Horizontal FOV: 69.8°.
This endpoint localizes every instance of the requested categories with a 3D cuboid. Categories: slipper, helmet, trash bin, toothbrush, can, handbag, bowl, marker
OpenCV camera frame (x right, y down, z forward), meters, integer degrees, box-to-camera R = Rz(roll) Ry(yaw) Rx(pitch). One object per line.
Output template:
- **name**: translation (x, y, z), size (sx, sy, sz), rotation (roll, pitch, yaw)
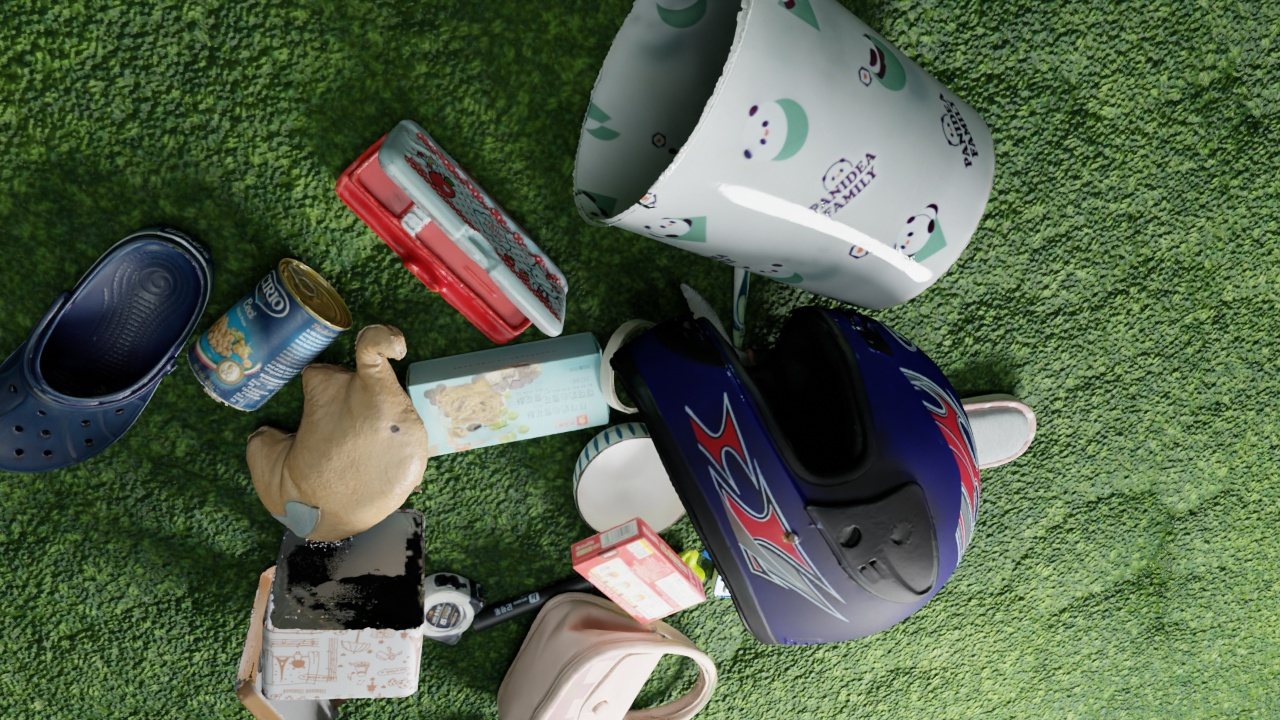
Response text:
- **slipper**: translation (-0.432, 0.005, 0.727), size (0.253, 0.095, 0.105), rotation (-46, 114, 7)
- **helmet**: translation (0.144, 0.073, 0.754), size (0.240, 0.247, 0.315), rotation (-28, 114, -1)
- **trash bin**: translation (0.112, -0.163, 0.699), size (0.251, 0.229, 0.230), rotation (20, 110, -26)
- **slipper**: translation (0.280, 0.091, 0.944), size (0.274, 0.054, 0.114), rotation (-5, 117, -7)
- **toothbrush**: translation (0.095, -0.033, 0.865), size (0.016, 0.018, 0.192), rotation (-11, 119, -20)
- **can**: translation (-0.303, -0.019, 0.751), size (0.111, 0.075, 0.075), rotation (-40, 117, 8)
- **handbag**: translation (-0.023, 0.352, 0.993), size (0.234, 0.093, 0.194), rotation (15, 118, -30)
- **bowl**: translation (-0.010, 0.108, 0.883), size (0.116, 0.066, 0.117), rotation (-6, 117, -11)
- **marker**: translation (-0.113, 0.253, 0.959), size (0.132, 0.020, 0.022), rotation (-20, 122, -4)

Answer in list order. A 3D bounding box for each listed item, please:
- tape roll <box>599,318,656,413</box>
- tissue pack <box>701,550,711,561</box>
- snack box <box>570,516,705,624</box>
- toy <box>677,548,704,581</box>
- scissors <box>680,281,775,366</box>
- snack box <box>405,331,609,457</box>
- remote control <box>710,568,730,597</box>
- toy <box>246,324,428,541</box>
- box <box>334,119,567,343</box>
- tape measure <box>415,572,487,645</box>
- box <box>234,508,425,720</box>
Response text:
- **tape roll**: translation (-0.005, 0.005, 0.835), size (0.085, 0.014, 0.086), rotation (-23, 121, -47)
- **tissue pack**: translation (0.138, 0.166, 0.938), size (0.095, 0.052, 0.157), rotation (27, 117, -5)
- **snack box**: translation (0.000, 0.209, 0.900), size (0.075, 0.025, 0.153), rotation (-25, 136, 13)
- **toy**: translation (0.015, 0.224, 0.966), size (0.097, 0.031, 0.100), rotation (-45, 121, 11)
- **scissors**: translation (0.095, 0.013, 0.868), size (0.188, 0.015, 0.226), rotation (-16, 119, -18)
- **snack box**: translation (-0.118, 0.030, 0.830), size (0.174, 0.051, 0.074), rotation (-10, 116, -7)
- **remote control**: translation (0.139, 0.237, 1.003), size (0.125, 0.024, 0.049), rotation (7, 114, -15)
- **toy**: translation (-0.241, 0.064, 0.783), size (0.143, 0.082, 0.226), rotation (41, 113, -9)
- **box**: translation (-0.146, -0.091, 0.738), size (0.095, 0.101, 0.201), rotation (-40, 117, 7)
- **tape measure**: translation (-0.199, 0.248, 0.929), size (0.066, 0.033, 0.066), rotation (32, 103, -26)
- **box**: translation (-0.278, 0.260, 0.833), size (0.154, 0.182, 0.185), rotation (3, 115, -14)
